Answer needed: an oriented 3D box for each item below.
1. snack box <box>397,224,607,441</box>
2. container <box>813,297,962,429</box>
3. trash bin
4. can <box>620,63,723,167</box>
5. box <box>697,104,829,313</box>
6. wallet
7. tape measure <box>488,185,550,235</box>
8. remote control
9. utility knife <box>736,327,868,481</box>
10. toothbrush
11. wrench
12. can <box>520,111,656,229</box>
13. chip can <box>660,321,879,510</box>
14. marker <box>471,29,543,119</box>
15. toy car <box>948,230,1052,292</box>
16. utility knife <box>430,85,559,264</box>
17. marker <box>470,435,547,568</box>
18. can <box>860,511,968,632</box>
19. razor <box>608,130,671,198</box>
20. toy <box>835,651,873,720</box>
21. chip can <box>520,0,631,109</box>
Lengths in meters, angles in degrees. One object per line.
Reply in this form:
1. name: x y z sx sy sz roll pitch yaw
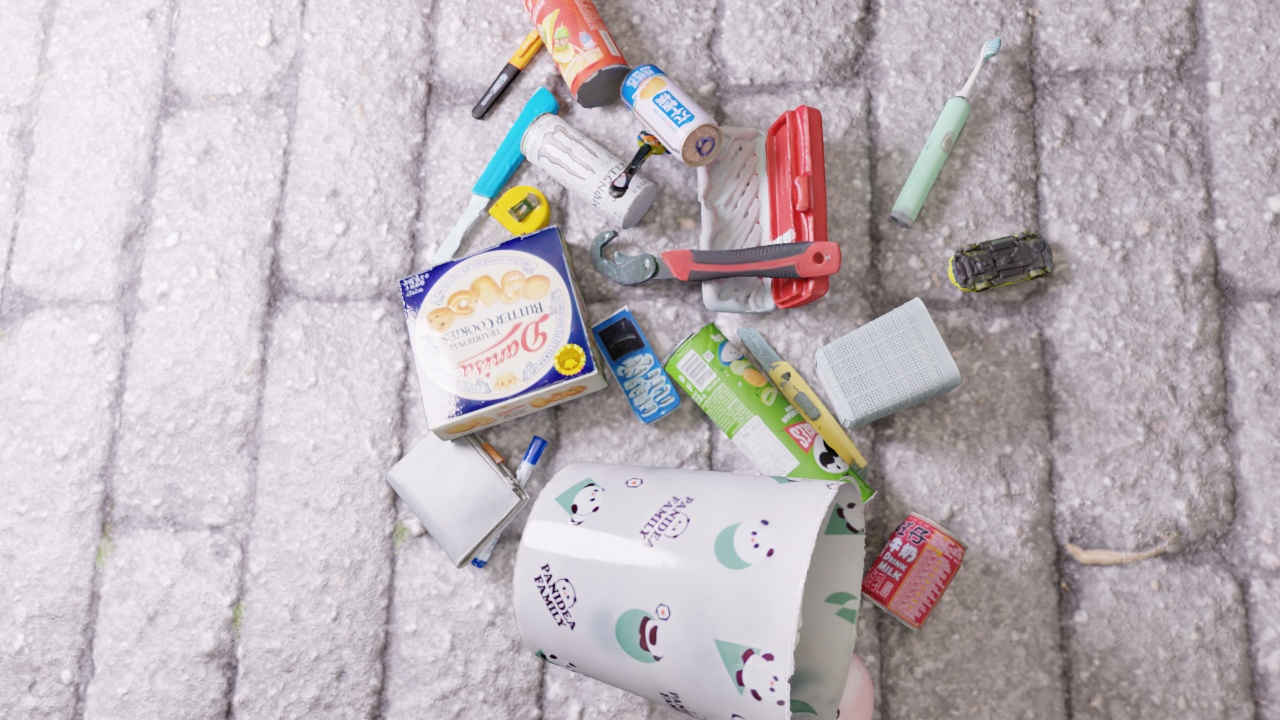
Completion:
1. snack box: -0.144 -0.030 0.948 0.178 0.046 0.182 -19 67 3
2. container: 0.233 0.009 0.885 0.111 0.090 0.090 -26 77 5
3. trash bin: 0.044 0.194 0.792 0.252 0.229 0.229 7 80 25
4. can: 0.031 -0.255 0.951 0.053 0.053 0.134 -35 51 0
5. box: 0.120 -0.152 0.925 0.100 0.110 0.201 3 79 -21
6. wallet: -0.185 0.130 0.940 0.106 0.037 0.129 -44 66 -4
7. tape measure: -0.127 -0.161 0.993 0.060 0.029 0.057 42 86 12
8. remote control: -0.006 0.006 0.948 0.049 0.024 0.125 -29 74 1
9. utility knife: 0.164 0.043 0.927 0.031 0.021 0.201 -35 73 -6
10. toothbrush: 0.318 -0.238 0.951 0.026 0.027 0.224 32 83 -28
11. wrench: 0.067 -0.100 0.916 0.274 0.016 0.056 5 98 29
12. can: -0.056 -0.202 0.976 0.147 0.058 0.058 38 86 12
13. chip can: 0.123 0.067 0.895 0.072 0.072 0.236 -42 77 -2
14. marker: -0.150 -0.322 1.033 0.018 0.015 0.124 36 87 16
15. toy car: 0.359 -0.096 0.917 0.105 0.032 0.048 -14 77 -7
16. utility knife: -0.162 -0.201 1.009 0.034 0.018 0.234 32 84 10
17. marker: -0.135 0.145 0.942 0.017 0.017 0.145 25 84 11
18. can: 0.255 0.196 0.857 0.066 0.066 0.093 33 85 12
19. razor: -0.002 -0.205 0.943 0.043 0.022 0.142 24 42 6
20. toy: 0.150 0.337 0.854 0.121 0.054 0.159 11 89 10
21. chip can: -0.086 -0.384 1.008 0.073 0.073 0.216 -29 77 1
